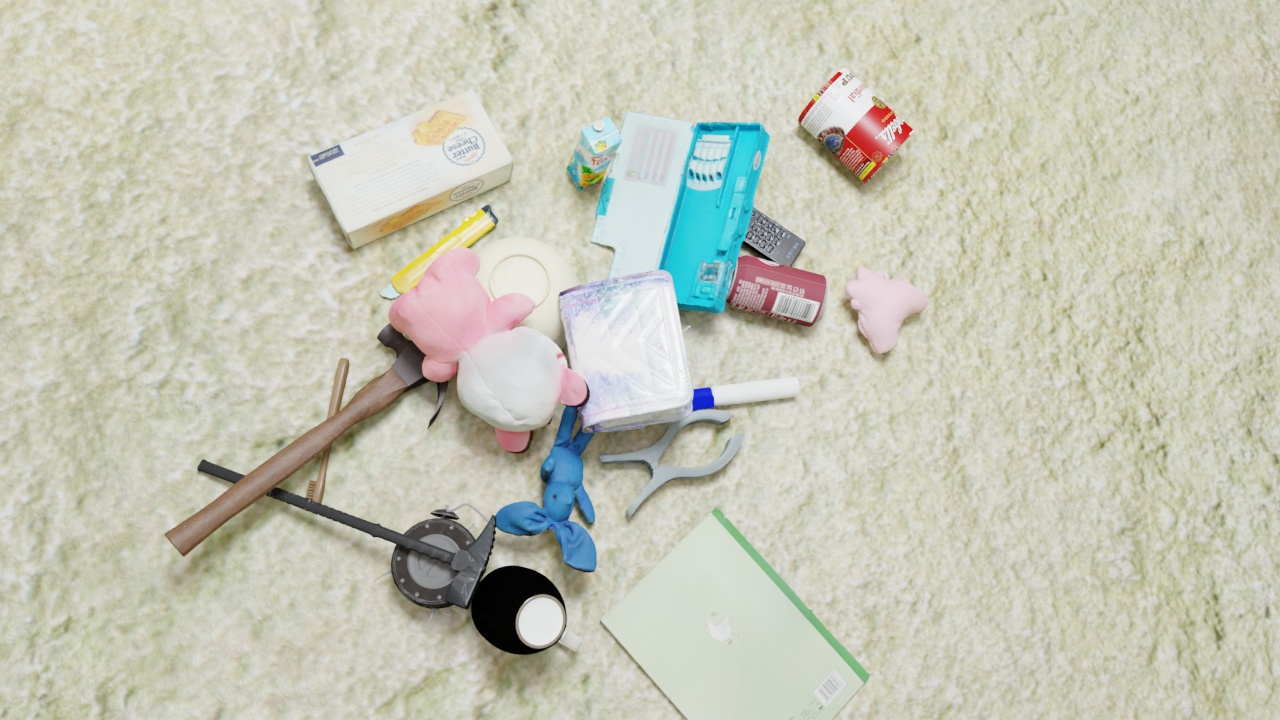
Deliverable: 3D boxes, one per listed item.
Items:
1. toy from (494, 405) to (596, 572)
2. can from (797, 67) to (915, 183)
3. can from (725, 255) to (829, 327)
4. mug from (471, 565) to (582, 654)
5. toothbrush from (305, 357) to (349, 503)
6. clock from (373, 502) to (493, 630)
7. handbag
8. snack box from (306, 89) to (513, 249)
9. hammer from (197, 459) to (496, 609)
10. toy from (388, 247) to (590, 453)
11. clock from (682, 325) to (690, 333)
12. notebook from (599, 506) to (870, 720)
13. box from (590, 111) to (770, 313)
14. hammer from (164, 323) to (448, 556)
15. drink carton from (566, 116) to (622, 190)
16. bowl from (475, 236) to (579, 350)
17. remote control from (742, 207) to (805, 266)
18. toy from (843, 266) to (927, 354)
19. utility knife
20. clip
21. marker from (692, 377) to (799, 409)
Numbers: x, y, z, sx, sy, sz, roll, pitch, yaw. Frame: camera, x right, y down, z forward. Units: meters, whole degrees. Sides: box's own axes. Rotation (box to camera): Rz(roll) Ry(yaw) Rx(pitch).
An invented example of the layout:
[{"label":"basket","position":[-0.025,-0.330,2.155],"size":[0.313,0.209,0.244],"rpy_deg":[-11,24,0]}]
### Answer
[{"label":"toy","position":[-0.089,0.132,0.978],"size":[0.112,0.071,0.176],"rpy_deg":[18,64,-15]},{"label":"can","position":[0.266,-0.291,1.138],"size":[0.116,0.087,0.086],"rpy_deg":[44,73,4]},{"label":"can","position":[0.160,-0.082,1.079],"size":[0.114,0.063,0.063],"rpy_deg":[14,74,-5]},{"label":"mug","position":[-0.104,0.262,0.924],"size":[0.119,0.100,0.084],"rpy_deg":[37,71,-18]},{"label":"toothbrush","position":[-0.336,0.077,0.988],"size":[0.016,0.016,0.166],"rpy_deg":[7,75,0]},{"label":"clock","position":[-0.207,0.208,0.956],"size":[0.091,0.044,0.122],"rpy_deg":[40,73,10]},{"label":"handbag","position":[-0.015,-0.008,0.983],"size":[0.126,0.069,0.158],"rpy_deg":[-10,75,2]},{"label":"snack box","position":[-0.261,-0.220,1.056],"size":[0.207,0.058,0.104],"rpy_deg":[-27,81,-14]},{"label":"hammer","position":[-0.306,0.154,0.943],"size":[0.325,0.015,0.094],"rpy_deg":[18,68,8]},{"label":"toy","position":[-0.161,-0.006,0.957],"size":[0.142,0.084,0.213],"rpy_deg":[-39,96,19]},{"label":"clock","position":[-0.006,0.006,1.039],"size":[0.096,0.048,0.137],"rpy_deg":[28,72,0]},{"label":"notebook","position":[0.105,0.312,0.995],"size":[0.181,0.010,0.252],"rpy_deg":[-41,85,-16]},{"label":"box","position":[0.041,-0.177,1.084],"size":[0.185,0.056,0.226],"rpy_deg":[12,81,23]},{"label":"hammer","position":[-0.335,0.085,0.947],"size":[0.115,0.033,0.322],"rpy_deg":[47,62,5]},{"label":"drink carton","position":[-0.054,-0.236,1.054],"size":[0.044,0.129,0.038],"rpy_deg":[-30,89,-15]},{"label":"bowl","position":[-0.135,-0.076,1.028],"size":[0.150,0.075,0.150],"rpy_deg":[2,76,-8]},{"label":"remote control","position":[0.127,-0.165,1.120],"size":[0.150,0.022,0.047],"rpy_deg":[35,74,4]},{"label":"toy","position":[0.287,-0.069,1.099],"size":[0.096,0.053,0.099],"rpy_deg":[41,78,-4]},{"label":"utility knife","position":[-0.231,-0.123,1.056],"size":[0.162,0.017,0.030],"rpy_deg":[-40,79,-17]},{"label":"clip","position":[0.032,0.093,1.033],"size":[0.163,0.028,0.107],"rpy_deg":[-29,80,-15]},{"label":"marker","position":[0.118,0.039,1.060],"size":[0.133,0.027,0.023],"rpy_deg":[-6,112,-10]}]
